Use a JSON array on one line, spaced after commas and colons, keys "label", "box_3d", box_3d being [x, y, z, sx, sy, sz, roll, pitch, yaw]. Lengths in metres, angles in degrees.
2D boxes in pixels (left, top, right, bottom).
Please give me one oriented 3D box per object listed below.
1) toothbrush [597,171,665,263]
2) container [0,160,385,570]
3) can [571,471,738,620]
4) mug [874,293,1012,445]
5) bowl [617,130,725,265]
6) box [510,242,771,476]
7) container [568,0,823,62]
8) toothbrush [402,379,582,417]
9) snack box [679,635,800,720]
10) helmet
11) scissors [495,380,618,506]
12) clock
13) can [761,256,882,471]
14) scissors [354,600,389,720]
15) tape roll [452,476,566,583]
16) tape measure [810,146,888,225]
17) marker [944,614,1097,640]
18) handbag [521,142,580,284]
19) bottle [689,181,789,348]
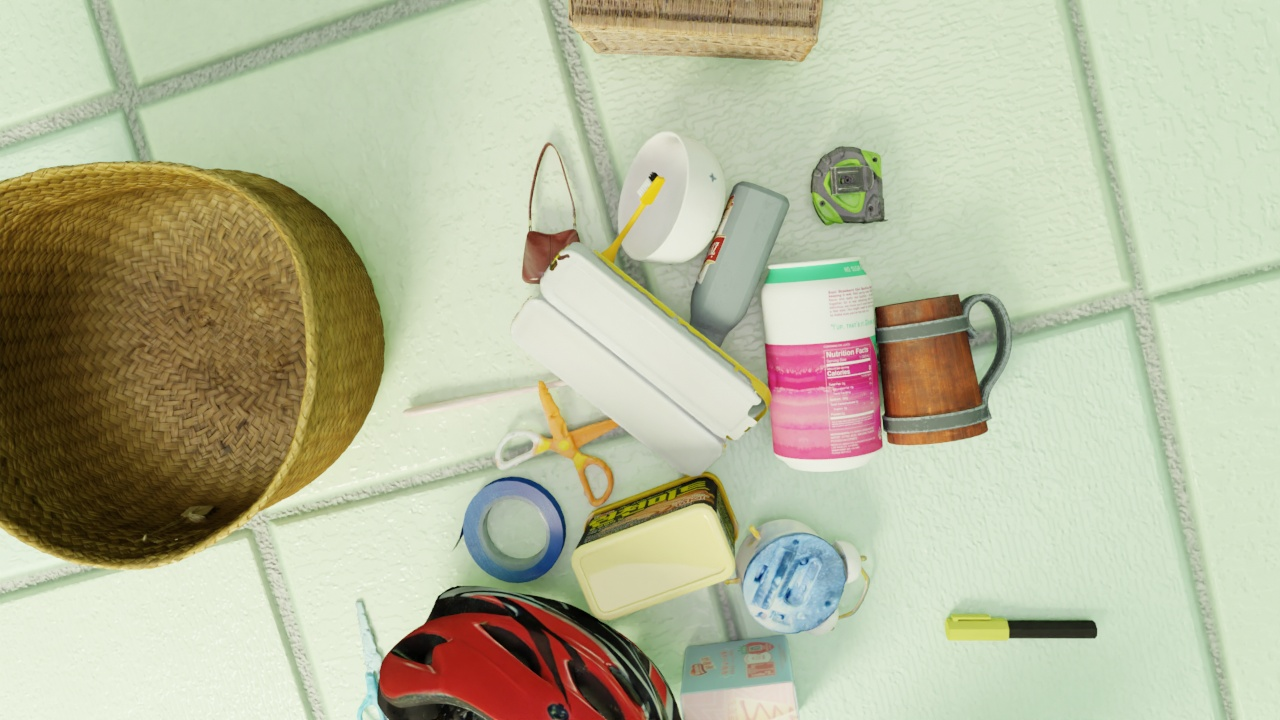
[{"label": "toothbrush", "box_3d": [-0.035, -0.073, 0.755, 0.197, 0.031, 0.031, -53, 56, 31]}, {"label": "container", "box_3d": [-0.367, -0.005, 0.743, 0.307, 0.196, 0.307, 0, 95, 5]}, {"label": "can", "box_3d": [0.014, 0.155, 0.770, 0.131, 0.101, 0.072, -21, 94, 8]}, {"label": "mug", "box_3d": [0.249, 0.003, 0.747, 0.117, 0.081, 0.111, -10, 92, -11]}, {"label": "bowl", "box_3d": [0.030, -0.127, 0.742, 0.054, 0.105, 0.105, 10, 99, -32]}, {"label": "box", "box_3d": [-0.005, 0.005, 0.751, 0.209, 0.023, 0.127, 38, 129, -3]}, {"label": "container", "box_3d": [0.047, -0.298, 0.707, 0.198, 0.112, 0.114, 5, 97, 5]}, {"label": "toothbrush", "box_3d": [-0.124, 0.035, 0.813, 0.181, 0.015, 0.018, -10, 101, 6]}, {"label": "snack box", "box_3d": [0.087, 0.294, 0.783, 0.095, 0.093, 0.079, -9, 96, 6]}, {"label": "helmet", "box_3d": [-0.080, 0.287, 0.746, 0.272, 0.166, 0.218, 17, 143, 16]}, {"label": "scissors", "box_3d": [-0.069, 0.076, 0.809, 0.128, 0.011, 0.125, -20, 101, 6]}, {"label": "clock", "box_3d": [0.138, 0.187, 0.782, 0.125, 0.052, 0.089, 22, 98, -13]}, {"label": "can", "box_3d": [0.147, 0.002, 0.745, 0.088, 0.088, 0.166, -5, 96, 6]}, {"label": "scissors", "box_3d": [-0.249, 0.290, 0.860, 0.056, 0.015, 0.136, -13, 89, 5]}, {"label": "tape roll", "box_3d": [-0.113, 0.152, 0.825, 0.093, 0.016, 0.091, 26, 98, 2]}, {"label": "tape measure", "box_3d": [0.170, -0.143, 0.752, 0.059, 0.035, 0.065, -8, 96, 7]}, {"label": "marker", "box_3d": [0.327, 0.230, 0.789, 0.124, 0.017, 0.021, -1, 97, 5]}, {"label": "handbag", "box_3d": [-0.076, -0.126, 0.787, 0.055, 0.029, 0.119, -2, 91, 3]}, {"label": "bottle", "box_3d": [0.070, -0.063, 0.753, 0.046, 0.072, 0.161, 21, 98, -3]}]
